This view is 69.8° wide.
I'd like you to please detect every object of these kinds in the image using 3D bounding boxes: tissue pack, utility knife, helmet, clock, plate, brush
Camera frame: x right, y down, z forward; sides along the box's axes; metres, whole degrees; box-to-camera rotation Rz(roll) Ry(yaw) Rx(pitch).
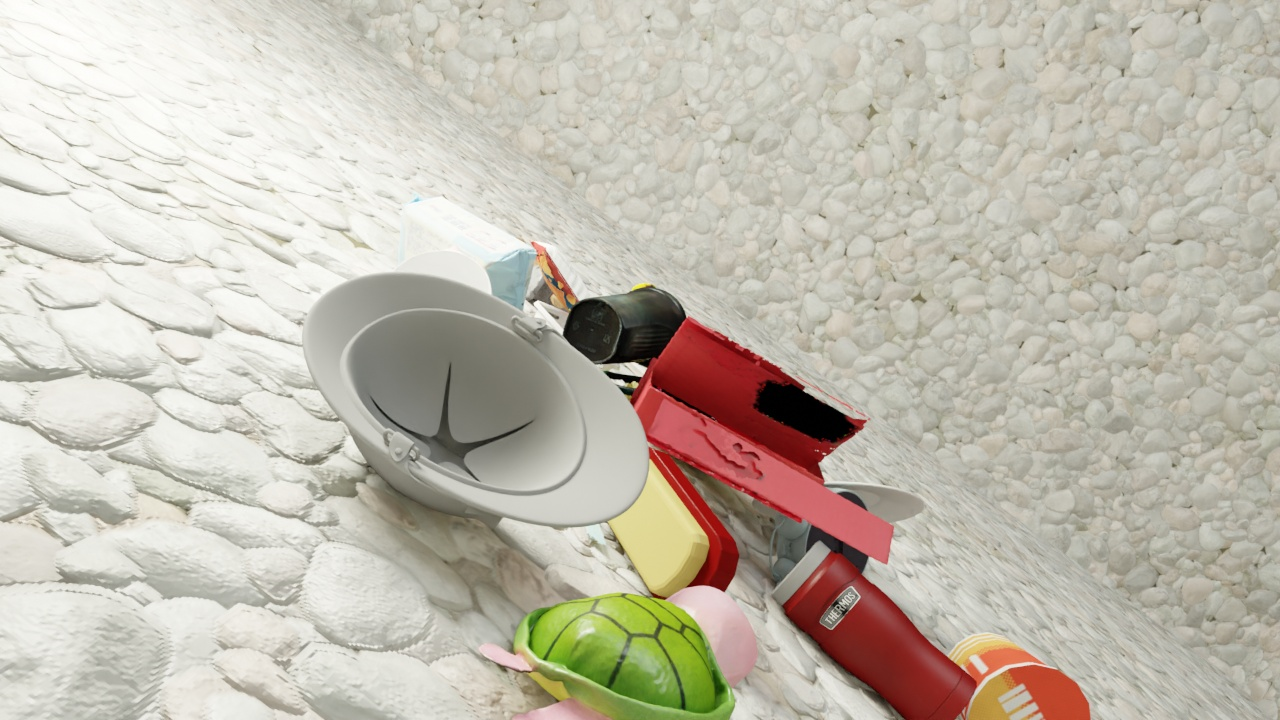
[{"bbox_3d":[-0.199,-0.103,1.015,0.182,0.112,0.069,31,37,27],"label":"tissue pack"},{"bbox_3d":[-0.063,0.113,0.891,0.030,0.019,0.224,20,21,-23],"label":"utility knife"},{"bbox_3d":[-0.131,0.055,0.689,0.271,0.118,0.182,34,43,7],"label":"helmet"},{"bbox_3d":[0.198,0.203,1.025,0.159,0.122,0.045,0,4,-40],"label":"clock"},{"bbox_3d":[0.244,0.175,1.142,0.208,0.209,0.015,26,59,-41],"label":"plate"},{"bbox_3d":[0.016,0.145,0.811,0.041,0.082,0.173,26,16,-39],"label":"brush"}]

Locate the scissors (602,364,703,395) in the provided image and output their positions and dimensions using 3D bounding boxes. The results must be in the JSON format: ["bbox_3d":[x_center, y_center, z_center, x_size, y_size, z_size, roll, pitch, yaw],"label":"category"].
[{"bbox_3d":[-0.007,0.007,1.146,0.201,0.015,0.204,7,22,-47],"label":"scissors"}]

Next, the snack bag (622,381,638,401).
[{"bbox_3d":[0.098,0.096,1.173,0.247,0.068,0.159,26,4,28],"label":"snack bag"}]

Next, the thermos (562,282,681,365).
[{"bbox_3d":[-0.014,-0.039,1.058,0.098,0.098,0.220,39,16,14],"label":"thermos"}]

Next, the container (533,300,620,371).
[{"bbox_3d":[-0.094,-0.016,1.195,0.080,0.049,0.129,21,19,-50],"label":"container"}]

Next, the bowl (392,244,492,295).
[{"bbox_3d":[-0.203,-0.050,0.929,0.115,0.114,0.051,41,-19,21],"label":"bowl"}]

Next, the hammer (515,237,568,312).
[{"bbox_3d":[-0.172,-0.151,1.514,0.098,0.052,0.328,30,10,-29],"label":"hammer"}]

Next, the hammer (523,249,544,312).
[{"bbox_3d":[-0.116,-0.017,1.021,0.036,0.123,0.320,30,18,-39],"label":"hammer"}]

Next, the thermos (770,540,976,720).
[{"bbox_3d":[0.230,0.278,0.926,0.198,0.084,0.108,42,-5,14],"label":"thermos"}]

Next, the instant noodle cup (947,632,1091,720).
[{"bbox_3d":[0.392,0.361,0.985,0.123,0.123,0.121,36,5,-3],"label":"instant noodle cup"}]

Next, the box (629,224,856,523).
[{"bbox_3d":[0.136,-0.014,1.103,0.214,0.172,0.476,29,48,-1],"label":"box"}]

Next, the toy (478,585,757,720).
[{"bbox_3d":[0.000,0.193,0.580,0.190,0.088,0.237,24,7,38],"label":"toy"}]

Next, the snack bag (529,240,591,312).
[{"bbox_3d":[-0.095,-0.096,1.178,0.131,0.039,0.144,57,-6,-17],"label":"snack bag"}]
